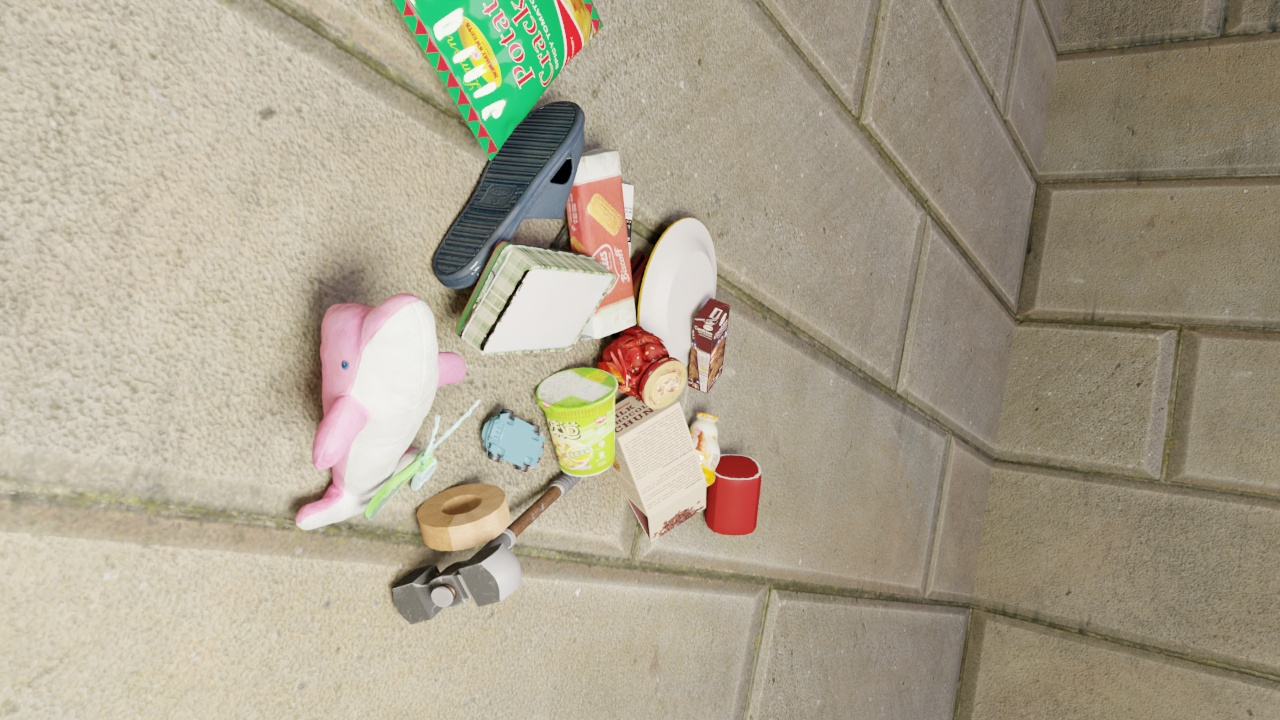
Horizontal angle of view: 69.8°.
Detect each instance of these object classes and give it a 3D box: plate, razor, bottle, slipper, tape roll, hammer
[{"bbox_3d":[0.063,-0.087,1.299,0.229,0.021,0.230,-32,128,-53],"label":"plate"},{"bbox_3d":[-0.083,-0.169,1.120,0.105,0.026,0.042,-61,140,-22],"label":"razor"},{"bbox_3d":[0.088,0.132,1.360,0.063,0.063,0.108,26,73,-52],"label":"bottle"},{"bbox_3d":[-0.125,-0.170,0.998,0.082,0.101,0.263,51,59,-43],"label":"slipper"},{"bbox_3d":[-0.186,0.164,0.966,0.093,0.094,0.027,-31,119,-47],"label":"tape roll"},{"bbox_3d":[-0.135,0.185,1.046,0.043,0.156,0.321,65,29,-7],"label":"hammer"},{"bbox_3d":[-0.007,0.007,1.168,0.098,0.111,0.099,-23,132,-28],"label":"bottle"}]

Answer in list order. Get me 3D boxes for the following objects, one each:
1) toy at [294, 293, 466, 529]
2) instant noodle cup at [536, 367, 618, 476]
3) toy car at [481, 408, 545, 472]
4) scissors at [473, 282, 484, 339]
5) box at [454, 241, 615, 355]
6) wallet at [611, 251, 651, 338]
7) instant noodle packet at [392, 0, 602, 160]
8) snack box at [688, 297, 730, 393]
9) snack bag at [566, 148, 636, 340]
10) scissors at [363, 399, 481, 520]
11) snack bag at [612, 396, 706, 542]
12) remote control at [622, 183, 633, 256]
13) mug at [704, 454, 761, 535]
[{"bbox_3d":[-0.253,0.032,0.831,0.186,0.128,0.266,-34,154,-50],"label":"toy"},{"bbox_3d":[-0.071,0.078,1.118,0.098,0.099,0.108,-39,132,-44],"label":"instant noodle cup"},{"bbox_3d":[-0.150,0.093,1.061,0.107,0.027,0.060,38,64,-60],"label":"toy car"},{"bbox_3d":[-0.140,-0.050,1.070,0.169,0.013,0.132,45,59,-51],"label":"scissors"},{"bbox_3d":[-0.111,-0.064,1.000,0.118,0.050,0.205,-56,161,17],"label":"box"},{"bbox_3d":[-0.008,-0.078,1.226,0.115,0.018,0.091,-58,147,-26],"label":"wallet"},{"bbox_3d":[-0.138,-0.366,0.956,0.252,0.090,0.196,-59,137,-30],"label":"instant noodle packet"},{"bbox_3d":[0.099,-0.020,1.335,0.050,0.032,0.141,-51,155,-37],"label":"snack box"},{"bbox_3d":[-0.050,-0.140,1.116,0.077,0.041,0.225,-23,114,-42],"label":"snack bag"},{"bbox_3d":[-0.212,0.094,0.897,0.170,0.021,0.173,-47,170,-37],"label":"scissors"},{"bbox_3d":[0.024,0.148,1.239,0.094,0.070,0.206,-30,122,-17],"label":"snack bag"},{"bbox_3d":[-0.024,-0.169,1.207,0.028,0.012,0.124,-3,97,-54],"label":"remote control"},{"bbox_3d":[0.141,0.200,1.425,0.116,0.080,0.097,-97,-171,-69],"label":"mug"}]
